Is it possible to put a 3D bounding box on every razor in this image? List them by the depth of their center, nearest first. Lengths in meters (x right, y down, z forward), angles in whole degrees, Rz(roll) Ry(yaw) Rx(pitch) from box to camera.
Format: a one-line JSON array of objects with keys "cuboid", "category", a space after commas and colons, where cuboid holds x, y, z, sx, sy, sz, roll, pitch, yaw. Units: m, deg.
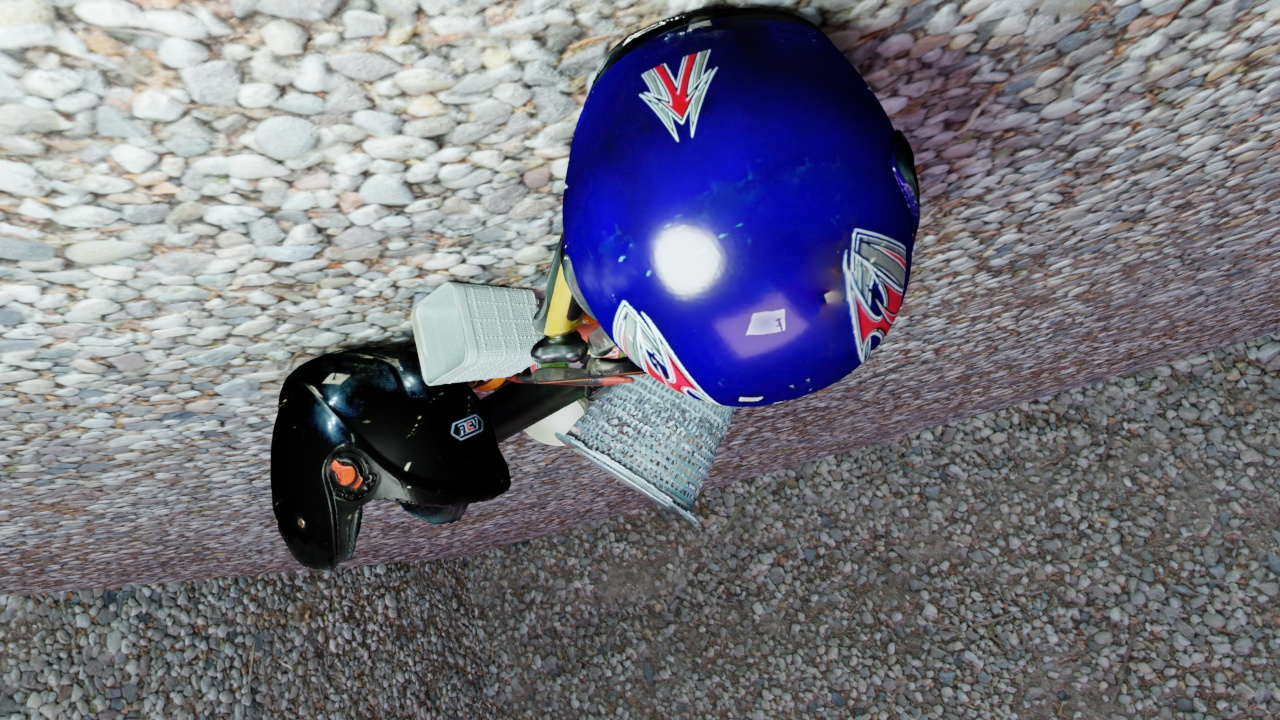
[{"cuboid": [-0.071, -0.061, 0.907, 0.062, 0.067, 0.168, -32, 152, -38], "category": "razor"}]

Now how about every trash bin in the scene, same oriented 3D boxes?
[{"cuboid": [0.029, 0.082, 1.250, 0.226, 0.195, 0.227, 32, 171, 6], "category": "trash bin"}]

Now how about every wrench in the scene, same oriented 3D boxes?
[{"cuboid": [-0.132, 0.025, 1.183, 0.274, 0.016, 0.056, -1, 177, 30], "category": "wrench"}]

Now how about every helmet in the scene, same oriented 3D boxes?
[{"cuboid": [0.079, -0.085, 0.670, 0.248, 0.240, 0.315, -15, 166, 16], "category": "helmet"}, {"cuboid": [-0.281, 0.097, 1.024, 0.275, 0.230, 0.233, -5, -176, 25], "category": "helmet"}]

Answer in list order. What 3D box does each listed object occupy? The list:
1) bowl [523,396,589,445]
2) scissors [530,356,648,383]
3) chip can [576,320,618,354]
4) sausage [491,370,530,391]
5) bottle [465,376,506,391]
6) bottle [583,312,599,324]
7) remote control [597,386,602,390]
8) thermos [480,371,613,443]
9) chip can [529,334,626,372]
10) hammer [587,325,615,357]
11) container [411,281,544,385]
[{"cuboid": [-0.124, 0.064, 1.354, 0.114, 0.113, 0.062, -21, -155, 28], "category": "bowl"}, {"cuboid": [-0.019, 0.008, 1.050, 0.229, 0.021, 0.221, -6, 178, 7], "category": "scissors"}, {"cuboid": [0.022, -0.056, 1.050, 0.216, 0.073, 0.073, -11, 165, -5], "category": "chip can"}, {"cuboid": [-0.139, 0.019, 1.295, 0.165, 0.021, 0.021, -16, 165, 13], "category": "sausage"}, {"cuboid": [-0.206, -0.011, 1.064, 0.067, 0.066, 0.149, -16, 158, 13], "category": "bottle"}, {"cuboid": [0.013, -0.096, 0.920, 0.207, 0.059, 0.059, -25, 161, 39], "category": "bottle"}, {"cuboid": [-0.006, 0.041, 1.477, 0.125, 0.024, 0.049, -18, 165, 17], "category": "remote control"}, {"cuboid": [-0.126, 0.046, 1.238, 0.243, 0.089, 0.068, -28, 128, 28], "category": "thermos"}, {"cuboid": [-0.020, -0.026, 1.131, 0.235, 0.072, 0.072, -9, 165, -15], "category": "chip can"}, {"cuboid": [0.096, -0.080, 0.968, 0.323, 0.032, 0.126, -23, 180, -7], "category": "hammer"}, {"cuboid": [-0.168, -0.028, 0.976, 0.111, 0.090, 0.090, -2, 163, -44], "category": "container"}]
